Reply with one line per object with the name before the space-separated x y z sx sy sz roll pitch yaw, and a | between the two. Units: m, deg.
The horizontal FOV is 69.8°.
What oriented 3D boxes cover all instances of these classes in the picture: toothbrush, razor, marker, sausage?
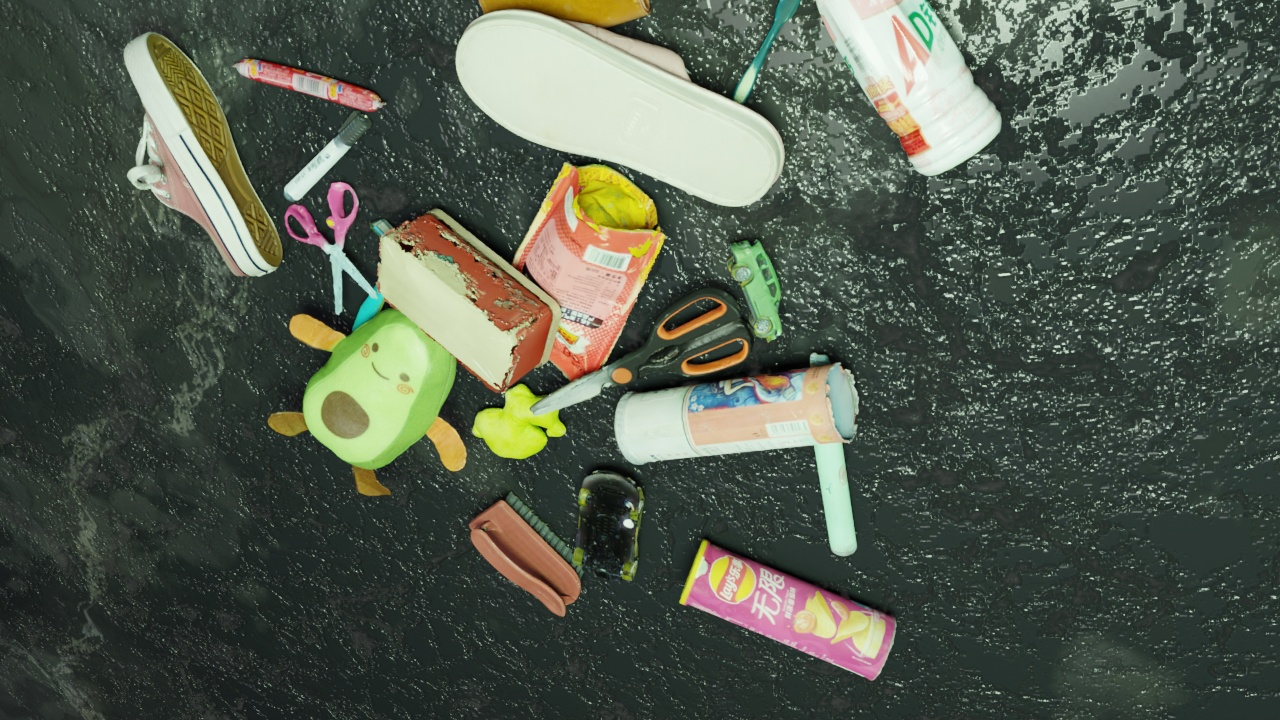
toothbrush | 0.079 -0.209 0.721 0.016 0.018 0.192 30 128 0
toothbrush | 0.179 0.091 0.862 0.027 0.026 0.225 8 124 37
razor | -0.264 -0.076 0.916 0.043 0.028 0.133 41 124 18
marker | -0.297 -0.191 0.866 0.131 0.018 0.022 -30 81 32
sausage | -0.300 -0.250 0.828 0.156 0.020 0.020 17 124 9

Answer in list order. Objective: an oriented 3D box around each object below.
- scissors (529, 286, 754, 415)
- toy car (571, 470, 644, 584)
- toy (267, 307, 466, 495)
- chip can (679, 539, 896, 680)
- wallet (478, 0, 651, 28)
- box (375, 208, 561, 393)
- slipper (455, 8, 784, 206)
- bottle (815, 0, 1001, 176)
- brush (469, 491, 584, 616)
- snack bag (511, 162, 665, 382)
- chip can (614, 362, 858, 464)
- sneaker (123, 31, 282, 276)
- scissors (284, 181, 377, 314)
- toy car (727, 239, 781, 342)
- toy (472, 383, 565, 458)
scissors | -0.013 -0.007 0.842 0.235 0.021 0.137 -8 129 6
toy car | -0.032 0.178 0.981 0.070 0.042 0.158 15 125 11
toy | -0.268 0.036 0.928 0.227 0.089 0.247 40 115 -6
chip can | 0.150 0.256 0.947 0.210 0.071 0.072 21 125 6
wallet | -0.071 -0.305 0.702 0.131 0.035 0.119 -8 119 24
box | -0.163 -0.053 0.832 0.168 0.079 0.092 38 138 14
slipper | -0.015 -0.203 0.726 0.274 0.054 0.114 22 137 4
bottle | 0.175 -0.227 0.646 0.068 0.068 0.197 -31 102 32
brush | -0.124 0.221 1.025 0.146 0.069 0.063 46 125 -11
snack bag | -0.060 -0.070 0.830 0.128 0.073 0.208 35 134 5
chip can | 0.084 0.051 0.828 0.215 0.071 0.071 -9 117 32
sneaker | -0.431 -0.182 0.870 0.088 0.118 0.241 -14 122 4
scissors | -0.307 -0.111 0.904 0.125 0.017 0.133 11 109 19
toy car | 0.100 -0.060 0.785 0.036 0.043 0.091 -19 106 4
toy | -0.126 0.069 0.955 0.097 0.031 0.100 21 125 4
